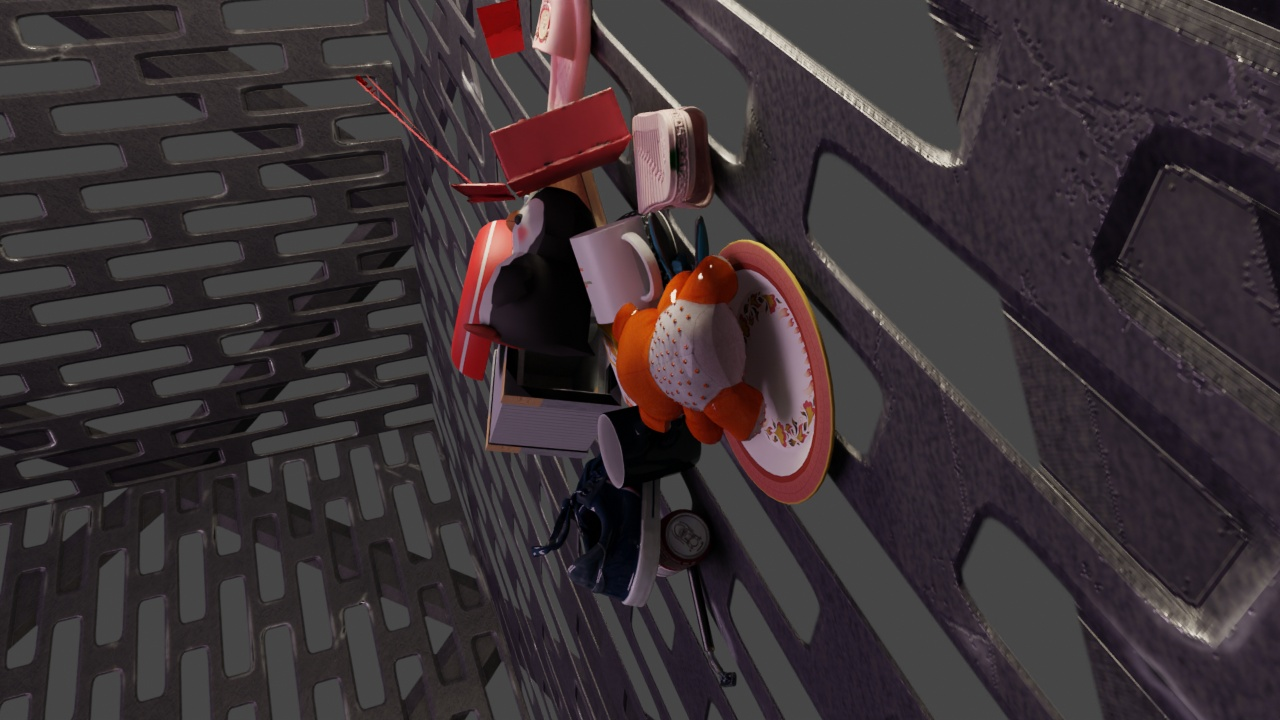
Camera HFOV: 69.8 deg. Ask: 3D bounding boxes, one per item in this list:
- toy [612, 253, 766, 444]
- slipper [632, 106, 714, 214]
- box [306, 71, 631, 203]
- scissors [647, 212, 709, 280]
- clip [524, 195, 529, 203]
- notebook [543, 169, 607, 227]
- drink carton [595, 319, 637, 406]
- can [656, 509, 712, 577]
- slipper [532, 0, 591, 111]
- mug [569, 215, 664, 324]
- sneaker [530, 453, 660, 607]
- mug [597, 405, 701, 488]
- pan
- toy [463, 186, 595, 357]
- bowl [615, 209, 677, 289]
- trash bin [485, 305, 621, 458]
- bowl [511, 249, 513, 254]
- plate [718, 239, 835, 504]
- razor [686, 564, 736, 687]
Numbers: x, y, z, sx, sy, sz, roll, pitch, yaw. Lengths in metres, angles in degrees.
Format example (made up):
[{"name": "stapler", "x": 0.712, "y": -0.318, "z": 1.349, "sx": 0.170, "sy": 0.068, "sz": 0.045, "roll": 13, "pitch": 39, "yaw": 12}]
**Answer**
[{"name": "toy", "x": 0.041, "y": -0.001, "z": 0.830, "sx": 0.173, "sy": 0.092, "sz": 0.163, "roll": -15, "pitch": 89, "yaw": 59}, {"name": "slipper", "x": 0.034, "y": -0.183, "z": 0.834, "sx": 0.239, "sy": 0.064, "sz": 0.094, "roll": -130, "pitch": 35, "yaw": -79}, {"name": "box", "x": -0.171, "y": -0.218, "z": 0.964, "sx": 0.211, "sy": 0.318, "sz": 0.121, "roll": -123, "pitch": 35, "yaw": -82}, {"name": "scissors", "x": 0.043, "y": -0.086, "z": 0.877, "sx": 0.148, "sy": 0.019, "sz": 0.123, "roll": 43, "pitch": 141, "yaw": -14}, {"name": "clip", "x": -0.159, "y": -0.223, "z": 1.392, "sx": 0.174, "sy": 0.030, "sz": 0.159, "roll": -139, "pitch": 32, "yaw": -61}, {"name": "notebook", "x": -0.083, "y": -0.187, "z": 1.235, "sx": 0.168, "sy": 0.024, "sz": 0.225, "roll": 130, "pitch": 126, "yaw": -65}, {"name": "drink carton", "x": -0.006, "y": 0.006, "z": 1.062, "sx": 0.058, "sy": 0.040, "sz": 0.122, "roll": 45, "pitch": 157, "yaw": 59}, {"name": "can", "x": 0.039, "y": 0.212, "z": 1.062, "sx": 0.114, "sy": 0.063, "sz": 0.063, "roll": 125, "pitch": 131, "yaw": -65}, {"name": "slipper", "x": -0.098, "y": -0.373, "z": 1.100, "sx": 0.107, "sy": 0.055, "sz": 0.222, "roll": -130, "pitch": 38, "yaw": -56}, {"name": "mug", "x": -0.014, "y": -0.090, "z": 0.907, "sx": 0.105, "sy": 0.073, "sz": 0.089, "roll": 3, "pitch": 114, "yaw": 60}, {"name": "sneaker", "x": -0.047, "y": 0.156, "z": 1.074, "sx": 0.293, "sy": 0.127, "sz": 0.121, "roll": -87, "pitch": 15, "yaw": -56}, {"name": "mug", "x": 0.014, "y": 0.081, "z": 1.004, "sx": 0.122, "sy": 0.094, "sz": 0.085, "roll": 112, "pitch": 142, "yaw": -59}, {"name": "pan", "x": -0.188, "y": -0.139, "z": 1.222, "sx": 0.209, "sy": 0.067, "sz": 0.355, "roll": 116, "pitch": 163, "yaw": -55}, {"name": "toy", "x": -0.096, "y": -0.100, "z": 1.024, "sx": 0.159, "sy": 0.140, "sz": 0.184, "roll": 29, "pitch": -105, "yaw": -76}, {"name": "bowl", "x": -0.010, "y": -0.103, "z": 1.005, "sx": 0.120, "sy": 0.066, "sz": 0.120, "roll": 168, "pitch": 90, "yaw": -72}, {"name": "trash bin", "x": -0.119, "y": 0.026, "z": 1.225, "sx": 0.247, "sy": 0.142, "sz": 0.142, "roll": 124, "pitch": 150, "yaw": -65}, {"name": "bowl", "x": -0.161, "y": -0.098, "z": 1.417, "sx": 0.178, "sy": 0.081, "sz": 0.178, "roll": 156, "pitch": 91, "yaw": -81}, {"name": "plate", "x": 0.110, "y": 0.009, "z": 0.792, "sx": 0.230, "sy": 0.021, "sz": 0.230, "roll": 168, "pitch": 90, "yaw": -71}, {"name": "razor", "x": 0.077, "y": 0.311, "z": 1.075, "sx": 0.043, "sy": 0.022, "sz": 0.144, "roll": 124, "pitch": 131, "yaw": -64}]
